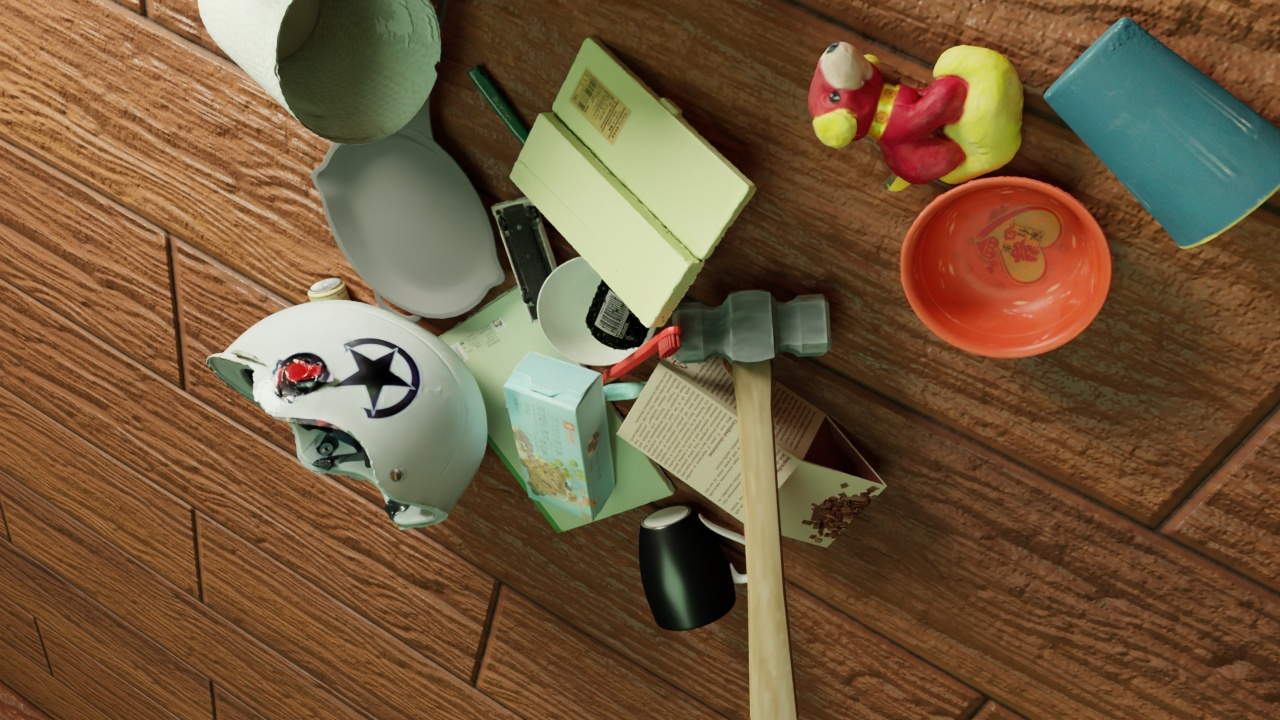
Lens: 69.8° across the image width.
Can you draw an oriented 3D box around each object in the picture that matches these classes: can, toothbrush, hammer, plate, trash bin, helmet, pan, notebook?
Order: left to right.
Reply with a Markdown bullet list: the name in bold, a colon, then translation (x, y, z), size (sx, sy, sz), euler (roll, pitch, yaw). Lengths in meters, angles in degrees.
- **trash bin**: translation (-0.255, -0.258, 0.707), size (0.161, 0.133, 0.133), euler (35, 135, 33)
- **can**: translation (-0.318, -0.044, 0.963), size (0.038, 0.038, 0.079), euler (5, 123, 27)
- **helmet**: translation (-0.263, 0.032, 0.882), size (0.264, 0.163, 0.237), euler (32, 157, 5)
- **pan**: translation (-0.196, -0.175, 0.813), size (0.216, 0.024, 0.356), euler (29, 131, 11)
- **notebook**: translation (-0.100, 0.059, 0.924), size (0.182, 0.010, 0.252), euler (-26, 105, 39)
- **toothbrush**: translation (-0.075, -0.164, 0.756), size (0.017, 0.016, 0.190), euler (-30, 102, 43)
- **plate**: translation (-0.036, -0.047, 0.792), size (0.104, 0.026, 0.104), euler (0, 118, 0)
- **toothbrush**: translation (-0.005, 0.004, 0.762), size (0.213, 0.012, 0.018), euler (146, 119, -70)
- **can**: translation (0.001, -0.074, 0.731), size (0.054, 0.053, 0.138), euler (30, 116, 10)
- **hammer**: translation (0.091, 0.107, 0.696), size (0.117, 0.051, 0.322), euler (-3, 86, 5)

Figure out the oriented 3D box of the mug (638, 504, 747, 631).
- **mug**: translation (0.055, 0.191, 0.886), size (0.119, 0.084, 0.100), euler (-17, 100, 5)

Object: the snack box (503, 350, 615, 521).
- **snack box**: translation (-0.072, 0.074, 0.854), size (0.075, 0.053, 0.175), euler (17, 141, 19)

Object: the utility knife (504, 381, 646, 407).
- **utility knife**: translation (-0.068, 0.033, 0.867), size (0.178, 0.022, 0.016), euler (-7, 114, 38)

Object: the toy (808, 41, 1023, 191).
- **toy**: translation (0.176, -0.156, 0.594), size (0.137, 0.067, 0.106), euler (14, 130, 7)

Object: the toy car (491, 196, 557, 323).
- **toy car**: translation (-0.094, -0.089, 0.803), size (0.039, 0.039, 0.113), euler (-12, 114, 9)

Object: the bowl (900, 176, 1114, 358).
- **bowl**: translation (0.244, -0.068, 0.615), size (0.131, 0.045, 0.131), euler (15, 127, 21)

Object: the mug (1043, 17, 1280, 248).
- **mug**: translation (0.298, -0.133, 0.526), size (0.121, 0.077, 0.078), euler (44, 132, 4)

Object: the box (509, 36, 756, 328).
- **box**: translation (-0.013, -0.133, 0.683), size (0.187, 0.024, 0.138), euler (50, 121, 21)

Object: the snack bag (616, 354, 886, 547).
- **snack bag**: translation (0.096, 0.074, 0.781), size (0.206, 0.069, 0.095), euler (35, 131, 6)
